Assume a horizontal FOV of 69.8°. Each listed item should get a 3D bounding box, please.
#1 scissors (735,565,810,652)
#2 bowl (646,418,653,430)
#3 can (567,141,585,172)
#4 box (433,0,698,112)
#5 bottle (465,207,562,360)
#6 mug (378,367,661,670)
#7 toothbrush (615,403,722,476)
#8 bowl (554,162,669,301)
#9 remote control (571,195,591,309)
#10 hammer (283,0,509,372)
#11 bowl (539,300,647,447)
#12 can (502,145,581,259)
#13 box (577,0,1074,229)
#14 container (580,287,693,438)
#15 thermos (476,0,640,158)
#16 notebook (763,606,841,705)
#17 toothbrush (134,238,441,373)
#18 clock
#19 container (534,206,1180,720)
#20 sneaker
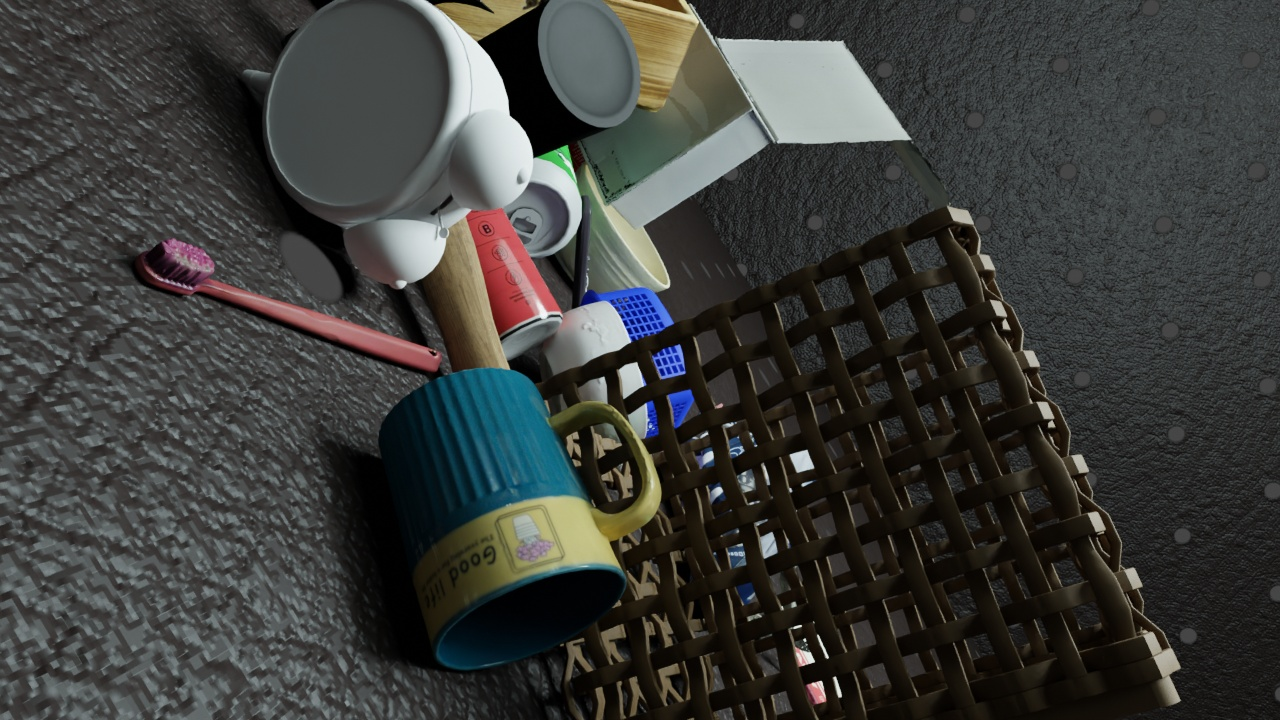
[{"bbox_3d":[0.112,0.222,0.748,0.154,0.163,0.012,-14,37,-42],"label":"scissors"},{"bbox_3d":[0.000,0.008,0.824,0.117,0.061,0.117,53,13,-18],"label":"bowl"},{"bbox_3d":[-0.089,-0.234,1.000,0.116,0.087,0.086,57,13,-6],"label":"can"},{"bbox_3d":[-0.107,-0.366,0.805,0.278,0.168,0.244,3,40,-25],"label":"box"},{"bbox_3d":[-0.118,-0.087,0.603,0.176,0.062,0.062,60,13,10],"label":"bottle"},{"bbox_3d":[-0.050,0.060,0.403,0.107,0.113,0.083,63,2,34],"label":"mug"},{"bbox_3d":[0.030,0.064,0.776,0.015,0.015,0.184,55,33,5],"label":"toothbrush"},{"bbox_3d":[-0.042,-0.117,0.929,0.151,0.075,0.150,53,15,-21],"label":"bowl"},{"bbox_3d":[-0.050,-0.077,0.777,0.046,0.009,0.124,-119,-147,-71],"label":"remote control"},{"bbox_3d":[-0.124,-0.103,0.552,0.040,0.132,0.305,17,51,-66],"label":"hammer"},{"bbox_3d":[-0.037,0.015,0.637,0.105,0.054,0.105,163,-90,-75],"label":"bowl"},{"bbox_3d":[-0.099,-0.151,0.771,0.088,0.088,0.139,48,16,-35],"label":"can"},{"bbox_3d":[0.165,-0.286,0.904,0.119,0.478,0.166,77,-7,-58],"label":"box"},{"bbox_3d":[-0.004,0.004,0.716,0.114,0.058,0.096,64,-29,27],"label":"container"},{"bbox_3d":[-0.100,-0.179,0.643,0.086,0.199,0.086,7,80,-44],"label":"thermos"},{"bbox_3d":[0.187,0.328,0.876,0.208,0.012,0.153,61,14,16],"label":"notebook"},{"bbox_3d":[-0.151,-0.020,0.432,0.016,0.016,0.189,62,14,22],"label":"toothbrush"},{"bbox_3d":[-0.133,-0.127,0.502,0.161,0.125,0.072,56,12,16],"label":"clock"},{"bbox_3d":[0.102,0.097,0.497,0.219,0.252,0.214,30,40,-63],"label":"container"},{"bbox_3d":[0.069,0.118,0.791,0.132,0.103,0.268,36,24,4],"label":"sneaker"}]
